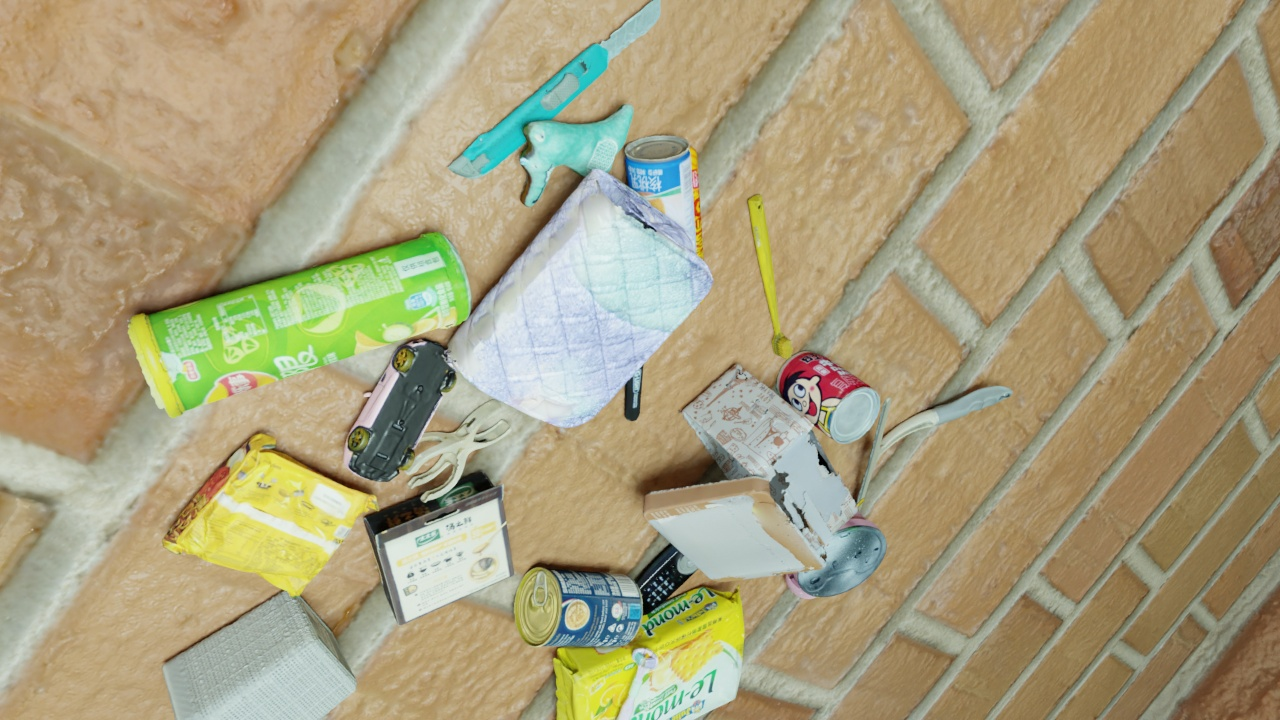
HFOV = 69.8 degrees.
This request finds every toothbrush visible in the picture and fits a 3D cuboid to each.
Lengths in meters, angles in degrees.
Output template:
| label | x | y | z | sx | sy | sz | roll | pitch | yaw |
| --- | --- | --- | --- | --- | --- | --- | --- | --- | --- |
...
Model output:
| label | x | y | z | sx | sy | sz | roll | pitch | yaw |
| --- | --- | --- | --- | --- | --- | --- | --- | --- | --- |
| toothbrush | -0.020 | 0.388 | 0.982 | 0.021 | 0.029 | 0.189 | -35 | 145 | -65 |
| toothbrush | 0.128 | -0.076 | 0.896 | 0.015 | 0.016 | 0.190 | -31 | 130 | -17 |

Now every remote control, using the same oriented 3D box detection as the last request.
| label | x | y | z | sx | sy | sz | roll | pitch | yaw |
| --- | --- | --- | --- | --- | --- | --- | --- | --- | --- |
| remote control | 0.038 | 0.225 | 1.011 | 0.136 | 0.024 | 0.053 | -42 | 131 | -7 |

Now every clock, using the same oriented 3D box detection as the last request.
| label | x | y | z | sx | sy | sz | roll | pitch | yaw |
| --- | --- | --- | --- | --- | --- | --- | --- | --- | --- |
| clock | 0.232 | 0.239 | 1.119 | 0.117 | 0.059 | 0.159 | -15 | 127 | -12 |

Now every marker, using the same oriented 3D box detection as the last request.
| label | x | y | z | sx | sy | sz | roll | pitch | yaw |
| --- | --- | --- | --- | --- | --- | --- | --- | --- | --- |
| marker | -0.005 | 0.005 | 0.855 | 0.018 | 0.015 | 0.124 | -12 | 125 | -24 |

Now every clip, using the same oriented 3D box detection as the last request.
| label | x | y | z | sx | sy | sz | roll | pitch | yaw |
| --- | --- | --- | --- | --- | --- | --- | --- | --- | --- |
| clip | -0.158 | 0.085 | 0.788 | 0.104 | 0.035 | 0.084 | -21 | 124 | -33 |

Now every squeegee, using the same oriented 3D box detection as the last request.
| label | x | y | z | sx | sy | sz | roll | pitch | yaw |
| --- | --- | --- | --- | --- | --- | --- | --- | --- | --- |
| squeegee | 0.359 | 0.077 | 1.133 | 0.246 | 0.039 | 0.247 | -24 | 140 | -20 |

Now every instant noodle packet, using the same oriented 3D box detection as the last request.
| label | x | y | z | sx | sy | sz | roll | pitch | yaw |
| --- | --- | --- | --- | --- | --- | --- | --- | --- | --- |
| instant noodle packet | -0.282 | 0.123 | 0.716 | 0.110 | 0.044 | 0.128 | -49 | 135 | -2 |

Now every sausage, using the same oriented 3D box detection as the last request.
| label | x | y | z | sx | sy | sz | roll | pitch | yaw |
| --- | --- | --- | --- | --- | --- | --- | --- | --- | --- |
| sausage | 0.044 | -0.116 | 0.810 | 0.021 | 0.021 | 0.165 | -23 | 128 | -22 |

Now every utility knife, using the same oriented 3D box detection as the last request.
| label | x | y | z | sx | sy | sz | roll | pitch | yaw |
| --- | --- | --- | --- | --- | --- | --- | --- | --- | --- |
| utility knife | -0.060 | -0.204 | 0.691 | 0.207 | 0.013 | 0.029 | -43 | 137 | -5 |

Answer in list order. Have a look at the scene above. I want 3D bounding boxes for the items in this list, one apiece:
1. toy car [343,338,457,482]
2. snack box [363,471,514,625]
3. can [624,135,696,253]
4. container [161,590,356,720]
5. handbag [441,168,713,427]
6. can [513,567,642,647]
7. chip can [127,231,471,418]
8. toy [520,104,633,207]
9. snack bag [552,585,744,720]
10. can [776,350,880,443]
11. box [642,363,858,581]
| label | x | y | z | sx | sy | sz | roll | pitch | yaw |
| --- | --- | --- | --- | --- | --- | --- | --- | --- | --- |
| toy car | -0.193 | 0.039 | 0.734 | 0.056 | 0.037 | 0.122 | 34 | 83 | -45 |
| snack box | -0.174 | 0.159 | 0.803 | 0.113 | 0.053 | 0.126 | -20 | 129 | -24 |
| can | 0.019 | -0.116 | 0.772 | 0.053 | 0.053 | 0.135 | -23 | 127 | -22 |
| container | -0.308 | 0.262 | 0.754 | 0.114 | 0.090 | 0.090 | -34 | 131 | -17 |
| handbag | -0.048 | -0.044 | 0.731 | 0.134 | 0.075 | 0.194 | 29 | 113 | -38 |
| can | -0.060 | 0.250 | 0.924 | 0.111 | 0.075 | 0.075 | 15 | 107 | -40 |
| chip can | -0.228 | -0.029 | 0.642 | 0.220 | 0.072 | 0.073 | -20 | 126 | -23 |
| toy | -0.057 | -0.159 | 0.708 | 0.091 | 0.030 | 0.097 | -4 | 135 | -39 |
| snack bag | 0.010 | 0.351 | 1.039 | 0.246 | 0.068 | 0.158 | -15 | 123 | -25 |
| can | 0.193 | 0.036 | 0.957 | 0.066 | 0.094 | 0.067 | -17 | 125 | -26 |
| box | 0.103 | 0.143 | 0.923 | 0.178 | 0.153 | 0.182 | -40 | 132 | -5 |
